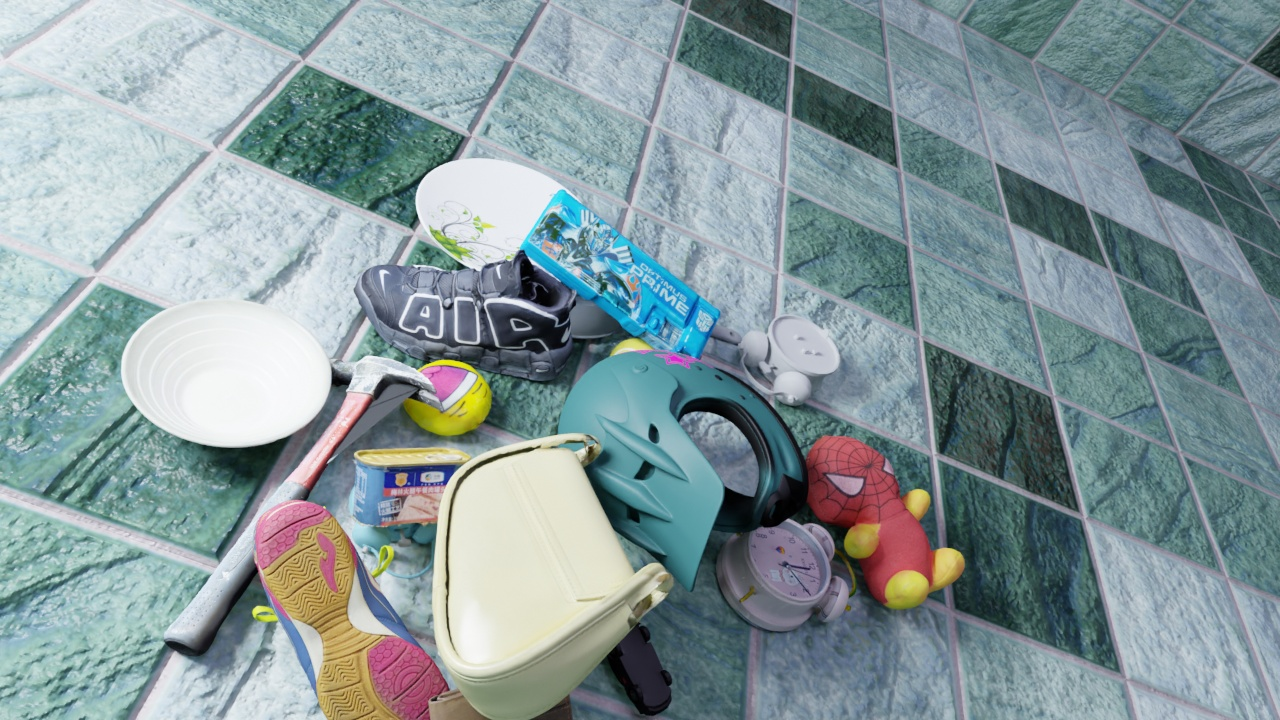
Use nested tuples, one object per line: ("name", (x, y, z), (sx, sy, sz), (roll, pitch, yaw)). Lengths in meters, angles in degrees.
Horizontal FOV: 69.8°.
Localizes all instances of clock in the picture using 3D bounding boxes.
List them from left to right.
("clock", (-0.227, 0.147, 0.854), (0.087, 0.042, 0.123), (-4, 58, -33))
("clock", (0.197, -0.002, 1.221), (0.158, 0.061, 0.120), (-23, 64, -44))
("clock", (0.162, 0.226, 0.983), (0.157, 0.059, 0.116), (11, 46, -22))

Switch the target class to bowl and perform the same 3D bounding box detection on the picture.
("bowl", (-0.386, 0.025, 0.860), (0.176, 0.058, 0.176), (16, 44, -16))

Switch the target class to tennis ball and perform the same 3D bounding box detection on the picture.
("tennis ball", (-0.006, 0.006, 1.091), (0.065, 0.065, 0.065), (16, 44, -16))

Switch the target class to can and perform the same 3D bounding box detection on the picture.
("can", (-0.202, 0.111, 0.809), (0.099, 0.059, 0.054), (1, 7, -35))

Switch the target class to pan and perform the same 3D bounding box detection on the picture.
("pan", (-0.022, -0.088, 1.196), (0.356, 0.051, 0.200), (15, 44, -13))

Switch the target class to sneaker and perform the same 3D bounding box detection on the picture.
("sneaker", (-0.226, 0.216, 0.738), (0.116, 0.091, 0.242), (-32, 99, -30))
("sneaker", (-0.179, -0.071, 1.002), (0.252, 0.151, 0.097), (16, 45, -15))

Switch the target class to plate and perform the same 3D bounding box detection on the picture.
("plate", (-0.164, -0.166, 1.135), (0.229, 0.030, 0.228), (14, 44, -15))

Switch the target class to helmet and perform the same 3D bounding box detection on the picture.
("helmet", (0.027, 0.098, 0.914), (0.199, 0.177, 0.275), (-5, 30, -38))

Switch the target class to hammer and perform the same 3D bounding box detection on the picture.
("hammer", (-0.297, 0.115, 0.816), (0.141, 0.036, 0.325), (5, 44, 20))

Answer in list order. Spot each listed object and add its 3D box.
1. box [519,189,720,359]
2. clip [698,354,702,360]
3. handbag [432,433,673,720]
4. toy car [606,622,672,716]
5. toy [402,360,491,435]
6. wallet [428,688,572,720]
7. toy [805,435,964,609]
("box", (-0.013, -0.113, 1.091), (0.243, 0.070, 0.170), (36, 32, -15))
("clip", (0.051, -0.008, 1.173), (0.060, 0.023, 0.044), (23, 47, -7))
("handbag", (-0.087, 0.166, 0.752), (0.190, 0.089, 0.232), (-19, 40, -11))
("toy car", (-0.005, 0.284, 0.850), (0.042, 0.036, 0.091), (-13, 68, -40))
("toy", (-0.203, 0.039, 0.966), (0.094, 0.041, 0.095), (32, 44, 7))
("wallet", (-0.109, 0.305, 0.740), (0.120, 0.027, 0.098), (-6, 89, -35))
("toy", (0.265, 0.181, 1.058), (0.147, 0.099, 0.216), (-7, 54, -48))
